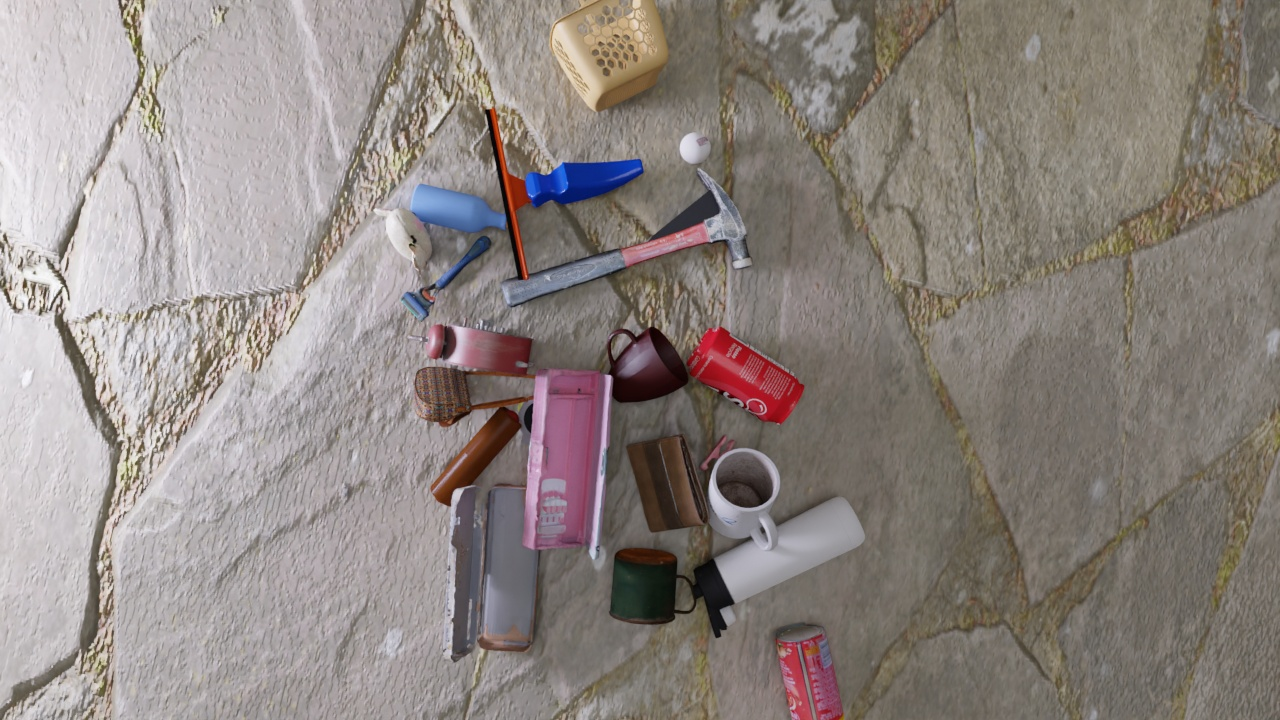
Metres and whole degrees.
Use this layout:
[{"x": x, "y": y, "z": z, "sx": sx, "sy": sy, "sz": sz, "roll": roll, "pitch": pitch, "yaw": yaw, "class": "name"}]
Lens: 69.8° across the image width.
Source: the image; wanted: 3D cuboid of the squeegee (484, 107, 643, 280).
[{"x": -0.087, "y": -0.231, "z": 1.188, "sx": 0.185, "sy": 0.055, "sz": 0.249, "roll": -13, "pitch": 73, "yaw": -1, "class": "squeegee"}]

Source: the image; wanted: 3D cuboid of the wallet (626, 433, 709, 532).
[{"x": 0.034, "y": 0.158, "z": 1.178, "sx": 0.099, "sy": 0.026, "sz": 0.121, "roll": -17, "pitch": 90, "yaw": 44, "class": "wallet"}]

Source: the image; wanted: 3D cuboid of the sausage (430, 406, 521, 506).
[{"x": -0.213, "y": 0.125, "z": 1.190, "sx": 0.040, "sy": 0.040, "sz": 0.155, "roll": 41, "pitch": 94, "yaw": -1, "class": "sausage"}]

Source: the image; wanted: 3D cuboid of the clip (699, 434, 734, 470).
[{"x": 0.098, "y": 0.124, "z": 1.209, "sx": 0.044, "sy": 0.023, "sz": 0.060, "roll": 11, "pitch": 95, "yaw": -3, "class": "clip"}]

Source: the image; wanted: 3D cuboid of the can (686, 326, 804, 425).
[{"x": 0.134, "y": 0.019, "z": 1.181, "sx": 0.142, "sy": 0.074, "sz": 0.074, "roll": 32, "pitch": 89, "yaw": -1, "class": "can"}]

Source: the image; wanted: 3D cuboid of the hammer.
[{"x": -0.025, "y": -0.143, "z": 1.200, "sx": 0.326, "sy": 0.036, "sz": 0.140, "roll": -18, "pitch": 92, "yaw": 0, "class": "hammer"}]

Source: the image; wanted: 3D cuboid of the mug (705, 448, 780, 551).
[{"x": 0.135, "y": 0.182, "z": 1.148, "sx": 0.083, "sy": 0.096, "sz": 0.119, "roll": -25, "pitch": 64, "yaw": -16, "class": "mug"}]

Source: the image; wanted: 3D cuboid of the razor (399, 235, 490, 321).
[{"x": -0.249, "y": -0.112, "z": 1.204, "sx": 0.141, "sy": 0.018, "sz": 0.044, "roll": -43, "pitch": 90, "yaw": -4, "class": "razor"}]

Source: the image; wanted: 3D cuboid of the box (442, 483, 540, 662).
[{"x": -0.186, "y": 0.268, "z": 1.167, "sx": 0.115, "sy": 0.096, "sz": 0.217, "roll": 3, "pitch": 90, "yaw": -5, "class": "box"}]

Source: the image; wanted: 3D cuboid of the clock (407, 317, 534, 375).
[{"x": -0.212, "y": -0.023, "z": 1.158, "sx": 0.157, "sy": 0.110, "sz": 0.062, "roll": 9, "pitch": 91, "yaw": -1, "class": "clock"}]

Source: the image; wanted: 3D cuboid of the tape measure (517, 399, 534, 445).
[{"x": -0.130, "y": 0.080, "z": 1.206, "sx": 0.064, "sy": 0.017, "sz": 0.065, "roll": 2, "pitch": 90, "yaw": -1, "class": "tape measure"}]

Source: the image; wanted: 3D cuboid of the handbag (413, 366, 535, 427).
[{"x": -0.193, "y": 0.042, "z": 1.184, "sx": 0.195, "sy": 0.093, "sz": 0.043, "roll": -4, "pitch": 121, "yaw": -15, "class": "handbag"}]

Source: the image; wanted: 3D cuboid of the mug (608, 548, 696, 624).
[{"x": 0.018, "y": 0.288, "z": 1.172, "sx": 0.111, "sy": 0.085, "sz": 0.081, "roll": 3, "pitch": 88, "yaw": 15, "class": "mug"}]

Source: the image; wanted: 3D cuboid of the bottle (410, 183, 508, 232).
[{"x": -0.228, "y": -0.192, "z": 1.189, "sx": 0.131, "sy": 0.048, "sz": 0.048, "roll": 13, "pitch": 90, "yaw": -1, "class": "bottle"}]

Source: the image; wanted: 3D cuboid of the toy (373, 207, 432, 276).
[{"x": -0.295, "y": -0.156, "z": 1.168, "sx": 0.050, "sy": 0.087, "sz": 0.112, "roll": -42, "pitch": 62, "yaw": -16, "class": "toy"}]

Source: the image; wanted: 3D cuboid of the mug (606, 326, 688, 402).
[{"x": -0.007, "y": 0.007, "z": 1.173, "sx": 0.088, "sy": 0.087, "sz": 0.114, "roll": -33, "pitch": 118, "yaw": 17, "class": "mug"}]

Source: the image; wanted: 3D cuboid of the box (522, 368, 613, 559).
[{"x": -0.075, "y": 0.128, "z": 1.149, "sx": 0.099, "sy": 0.107, "sz": 0.232, "roll": 5, "pitch": 91, "yaw": -42, "class": "box"}]

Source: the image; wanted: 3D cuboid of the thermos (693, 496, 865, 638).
[{"x": 0.180, "y": 0.268, "z": 1.190, "sx": 0.230, "sy": 0.068, "sz": 0.101, "roll": -26, "pitch": 103, "yaw": 0, "class": "thermos"}]

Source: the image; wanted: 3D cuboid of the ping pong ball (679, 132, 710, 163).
[{"x": 0.072, "y": -0.277, "z": 1.197, "sx": 0.040, "sy": 0.040, "sz": 0.040, "roll": 0, "pitch": 90, "yaw": -1, "class": "ping pong ball"}]

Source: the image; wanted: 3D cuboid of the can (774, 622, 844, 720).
[{"x": 0.219, "y": 0.410, "z": 1.187, "sx": 0.066, "sy": 0.066, "sz": 0.124, "roll": -12, "pitch": 90, "yaw": -1, "class": "can"}]

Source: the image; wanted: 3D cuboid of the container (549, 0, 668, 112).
[{"x": -0.050, "y": -0.409, "z": 1.126, "sx": 0.129, "sy": 0.183, "sz": 0.167, "roll": -26, "pitch": 98, "yaw": -1, "class": "container"}]
